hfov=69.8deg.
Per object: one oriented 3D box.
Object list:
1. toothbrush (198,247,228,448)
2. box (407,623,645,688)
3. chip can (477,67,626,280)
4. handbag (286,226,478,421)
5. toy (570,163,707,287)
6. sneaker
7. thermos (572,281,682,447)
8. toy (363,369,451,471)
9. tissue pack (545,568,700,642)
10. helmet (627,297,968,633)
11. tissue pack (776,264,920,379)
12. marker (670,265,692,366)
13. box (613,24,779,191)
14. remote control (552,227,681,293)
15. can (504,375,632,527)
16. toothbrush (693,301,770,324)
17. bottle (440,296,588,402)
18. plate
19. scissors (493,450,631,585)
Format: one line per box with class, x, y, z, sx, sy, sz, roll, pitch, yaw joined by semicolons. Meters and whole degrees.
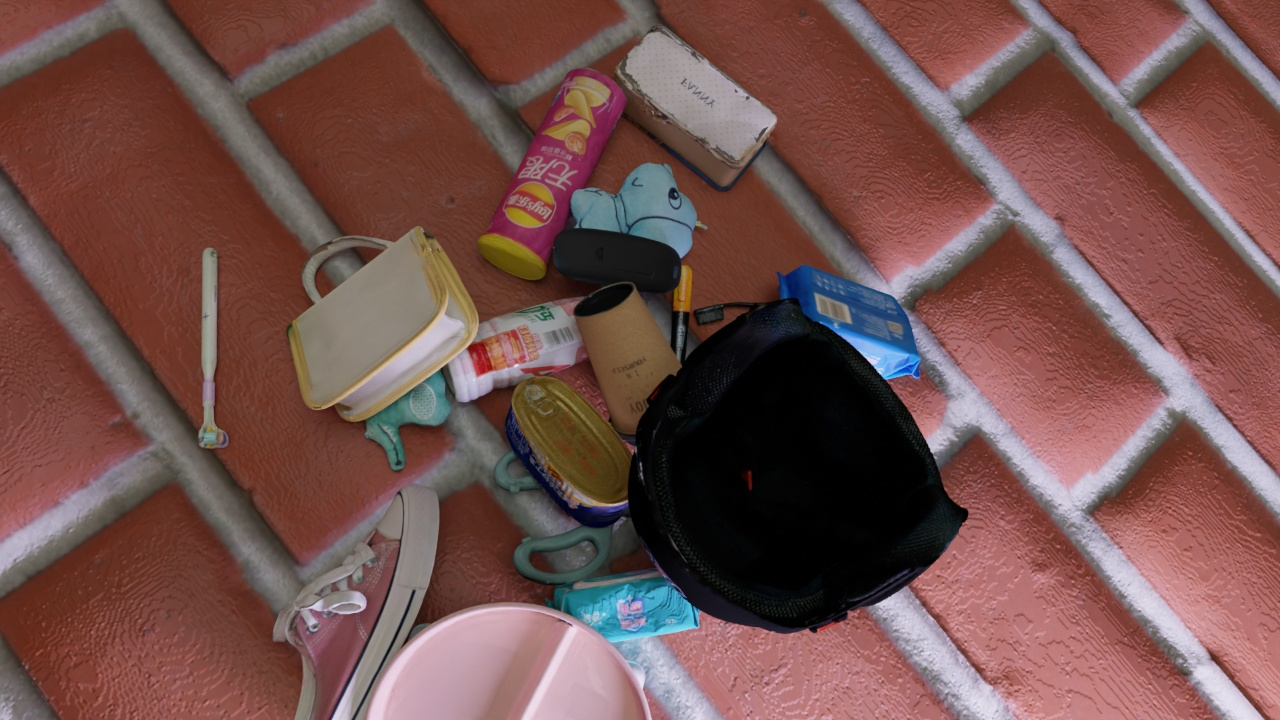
toothbrush;-0.389;-0.014;0.832;0.020;0.029;0.189;-16;73;27
box;-0.107;0.305;0.775;0.201;0.063;0.160;12;93;-7
chip can;-0.084;-0.186;0.909;0.071;0.071;0.210;25;72;-3
handbag;-0.240;-0.051;0.827;0.163;0.063;0.178;-35;59;9
toy;-0.002;-0.135;0.911;0.156;0.050;0.161;16;67;-31
sneaker;-0.243;0.209;0.756;0.087;0.118;0.240;27;76;-24
thermos;-0.005;0.005;0.838;0.093;0.093;0.143;-33;116;-17
toy;-0.215;0.049;0.837;0.092;0.030;0.096;-17;86;8
tissue pack;-0.018;0.213;0.800;0.133;0.093;0.050;-6;83;-11
helmet;0.104;0.098;0.734;0.274;0.231;0.233;-29;76;-31
tissue pack;0.206;-0.034;0.914;0.157;0.052;0.094;17;43;-14
marker;0.040;-0.037;0.921;0.018;0.015;0.123;6;75;-5
box;0.059;-0.261;0.964;0.184;0.063;0.089;41;72;0
remote control;-0.016;-0.094;0.857;0.136;0.024;0.053;6;85;-29
can;-0.064;0.082;0.831;0.074;0.049;0.148;-30;68;-36
toothbrush;0.145;-0.058;0.949;0.189;0.014;0.017;-8;86;-13
bottle;-0.091;-0.021;0.868;0.196;0.068;0.068;-19;79;-19
plate;-0.104;0.303;0.732;0.229;0.028;0.229;0;92;-2
scissors;-0.052;0.147;0.832;0.176;0.019;0.171;14;50;-12
